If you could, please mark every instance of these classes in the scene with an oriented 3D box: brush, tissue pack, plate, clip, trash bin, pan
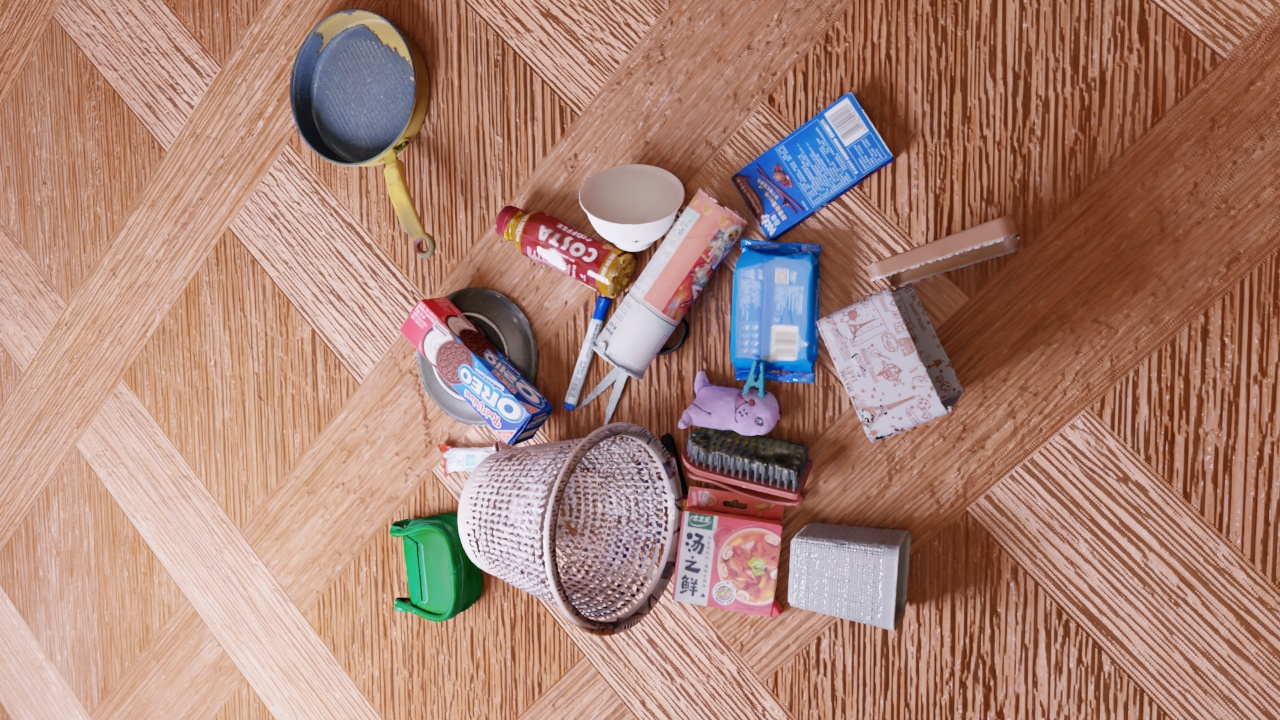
[{"bbox_3d":[0.115,0.121,1.032,0.146,0.063,0.069,11,127,21],"label":"brush"},{"bbox_3d":[0.149,-0.054,1.007,0.095,0.052,0.157,3,95,19],"label":"tissue pack"},{"bbox_3d":[-0.214,-0.005,1.168,0.180,0.024,0.179,1,94,21],"label":"plate"},{"bbox_3d":[0.127,0.020,0.999,0.049,0.015,0.057,11,140,11],"label":"clip"},{"bbox_3d":[-0.091,0.180,1.041,0.192,0.227,0.227,0,94,39],"label":"trash bin"},{"bbox_3d":[-0.332,-0.281,1.164,0.198,0.078,0.357,-33,82,21],"label":"pan"}]

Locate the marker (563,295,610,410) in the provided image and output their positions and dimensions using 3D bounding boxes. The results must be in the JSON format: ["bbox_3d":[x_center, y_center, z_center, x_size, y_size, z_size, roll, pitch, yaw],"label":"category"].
[{"bbox_3d":[-0.065,-0.008,1.113,0.017,0.016,0.146,22,102,18],"label":"marker"}]

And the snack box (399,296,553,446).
[{"bbox_3d":[-0.200,0.011,1.120,0.207,0.058,0.057,45,112,12],"label":"snack box"}]

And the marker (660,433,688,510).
[{"bbox_3d":[0.045,0.147,1.083,0.018,0.015,0.124,-16,86,24],"label":"marker"}]

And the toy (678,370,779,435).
[{"bbox_3d":[0.104,0.052,1.033,0.108,0.039,0.083,8,52,16],"label":"toy"}]

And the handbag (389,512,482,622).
[{"bbox_3d":[-0.270,0.267,1.186,0.120,0.067,0.131,-6,91,23],"label":"handbag"}]

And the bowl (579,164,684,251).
[{"bbox_3d":[-0.008,-0.165,1.046,0.118,0.118,0.065,17,139,19],"label":"bowl"}]

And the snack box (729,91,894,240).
[{"bbox_3d":[0.184,-0.208,0.995,0.157,0.026,0.084,-33,82,20],"label":"snack box"}]

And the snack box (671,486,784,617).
[{"bbox_3d":[0.100,0.213,1.031,0.113,0.044,0.127,6,88,12],"label":"snack box"}]

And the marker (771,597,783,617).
[{"bbox_3d":[0.118,0.231,1.059,0.017,0.017,0.145,-37,80,19],"label":"marker"}]

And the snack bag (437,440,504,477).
[{"bbox_3d":[-0.216,0.127,1.176,0.104,0.026,0.048,-8,97,21],"label":"snack bag"}]

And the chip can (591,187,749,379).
[{"bbox_3d":[0.033,-0.086,1.028,0.071,0.071,0.215,37,99,15],"label":"chip can"}]

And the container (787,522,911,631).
[{"bbox_3d":[0.223,0.225,0.981,0.114,0.090,0.090,4,95,24],"label":"container"}]

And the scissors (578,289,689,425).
[{"bbox_3d":[-0.013,-0.005,1.096,0.160,0.014,0.170,-11,91,23],"label":"scissors"}]

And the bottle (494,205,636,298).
[{"bbox_3d":[-0.093,-0.134,1.092,0.175,0.057,0.057,27,103,17],"label":"bottle"}]

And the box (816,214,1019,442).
[{"bbox_3d":[0.294,-0.037,0.886,0.193,0.182,0.157,-24,86,24],"label":"box"}]
